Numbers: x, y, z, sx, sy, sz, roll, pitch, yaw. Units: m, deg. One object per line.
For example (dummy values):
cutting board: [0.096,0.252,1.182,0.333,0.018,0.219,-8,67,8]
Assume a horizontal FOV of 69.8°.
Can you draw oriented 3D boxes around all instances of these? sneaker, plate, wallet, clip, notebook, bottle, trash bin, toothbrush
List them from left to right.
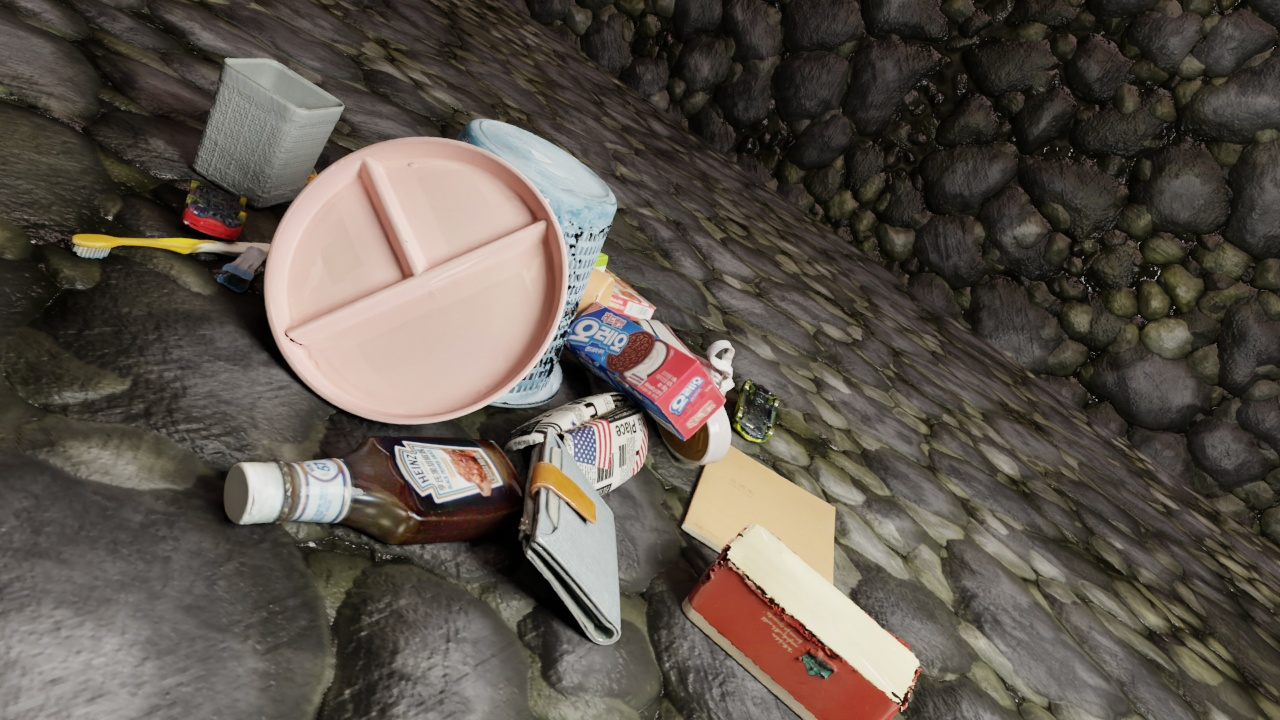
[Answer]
toothbrush: [-0.364,-0.089,0.740,0.016,0.018,0.191,42,20,18]
clip: [-0.326,-0.076,0.758,0.025,0.036,0.057,26,22,-10]
bottle: [-0.165,0.083,0.594,0.194,0.044,0.080,7,36,-47]
plate: [-0.170,-0.062,0.706,0.229,0.229,0.028,35,-12,6]
trash bin: [-0.128,-0.100,0.838,0.226,0.195,0.226,28,22,-12]
wallet: [-0.045,0.117,0.642,0.106,0.037,0.129,59,11,-25]
sneaker: [0.056,0.024,0.956,0.087,0.118,0.241,1,26,-19]
notebook: [0.120,0.153,0.885,0.149,0.012,0.211,32,21,2]

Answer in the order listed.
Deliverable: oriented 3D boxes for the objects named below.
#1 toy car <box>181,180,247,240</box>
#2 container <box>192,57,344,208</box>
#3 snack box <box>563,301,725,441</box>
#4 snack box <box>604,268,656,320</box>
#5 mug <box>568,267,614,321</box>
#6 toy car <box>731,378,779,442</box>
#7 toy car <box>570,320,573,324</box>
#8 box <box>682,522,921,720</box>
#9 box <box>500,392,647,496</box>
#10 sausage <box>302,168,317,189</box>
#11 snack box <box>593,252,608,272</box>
toy car: [-0.369,-0.130,0.796,0.049,0.031,0.106,19,15,-29]
container: [-0.361,-0.217,0.885,0.090,0.114,0.090,32,21,0]
snack box: [-0.005,0.005,0.877,0.057,0.058,0.207,52,-11,-33]
snack box: [-0.048,-0.092,1.133,0.075,0.025,0.153,17,15,-35]
mug: [-0.094,-0.086,0.989,0.123,0.078,0.078,24,20,7]
toy car: [0.131,0.062,1.072,0.048,0.032,0.105,31,32,-4]
toy car: [-0.057,-0.036,1.027,0.049,0.031,0.105,26,23,-13]
box: [0.126,0.200,0.692,0.168,0.078,0.091,39,23,16]
box: [-0.046,0.075,0.785,0.087,0.076,0.162,66,23,4]
sausage: [-0.330,-0.164,0.941,0.021,0.021,0.165,12,28,-42]
snack box: [-0.126,-0.136,1.095,0.156,0.026,0.085,24,21,25]
